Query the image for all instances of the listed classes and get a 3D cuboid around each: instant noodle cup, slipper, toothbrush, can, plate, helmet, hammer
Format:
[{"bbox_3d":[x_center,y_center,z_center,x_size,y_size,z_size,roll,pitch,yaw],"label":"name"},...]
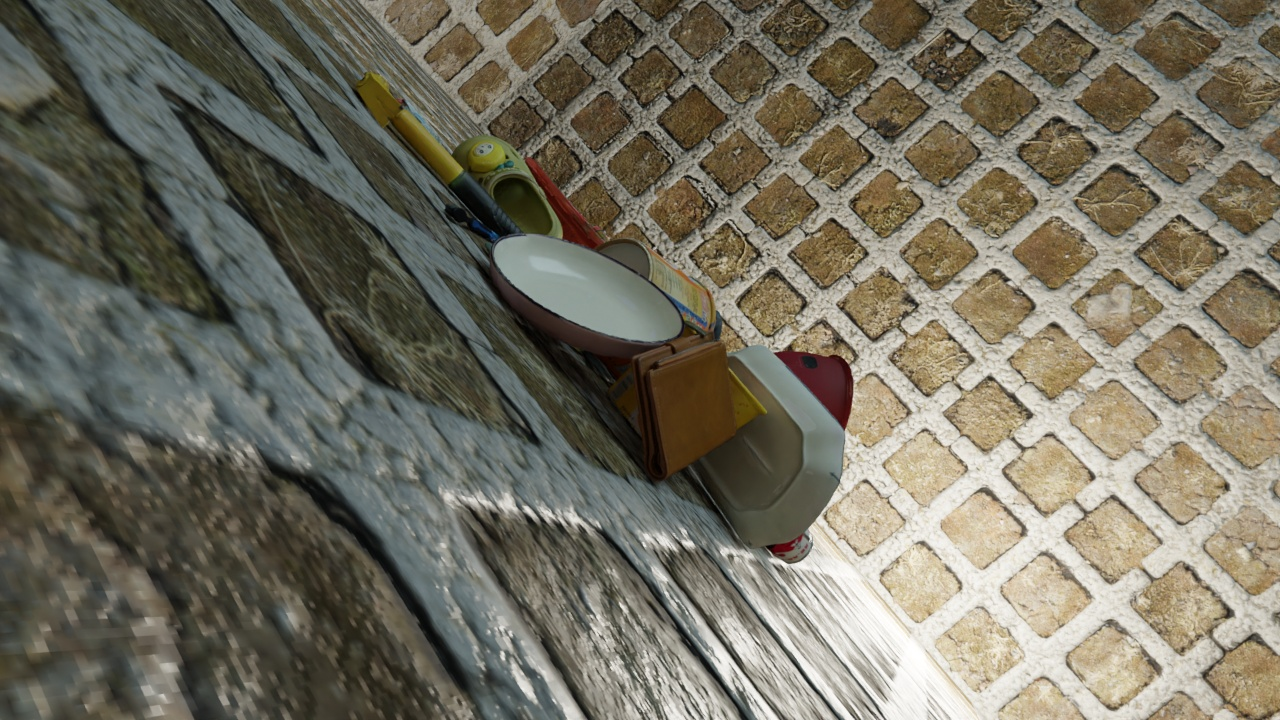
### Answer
[{"bbox_3d":[-0.118,-0.174,1.266,0.189,0.079,0.165,51,-11,12],"label":"instant noodle cup"},{"bbox_3d":[-0.165,-0.217,1.155,0.190,0.091,0.082,54,-20,11],"label":"slipper"},{"bbox_3d":[-0.008,-0.056,1.010,0.111,0.151,0.151,39,10,-46],"label":"instant noodle cup"},{"bbox_3d":[-0.176,-0.144,0.979,0.016,0.014,0.189,25,1,5],"label":"toothbrush"},{"bbox_3d":[0.042,0.036,0.921,0.138,0.110,0.138,48,4,-5],"label":"instant noodle cup"},{"bbox_3d":[0.149,0.184,1.075,0.133,0.053,0.053,46,5,-32],"label":"can"},{"bbox_3d":[-0.053,-0.055,0.850,0.192,0.039,0.192,21,25,-10],"label":"plate"},{"bbox_3d":[0.113,0.080,0.978,0.034,0.162,0.265,28,17,-34],"label":"plate"},{"bbox_3d":[0.157,0.080,1.148,0.144,0.206,0.241,13,-33,-7],"label":"helmet"},{"bbox_3d":[-0.214,-0.212,1.069,0.301,0.033,0.128,47,5,-23],"label":"hammer"}]

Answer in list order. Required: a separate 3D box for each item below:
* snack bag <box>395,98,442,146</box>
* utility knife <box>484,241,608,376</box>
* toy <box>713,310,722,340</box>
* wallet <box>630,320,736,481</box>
[{"bbox_3d":[-0.286,-0.300,1.174,0.104,0.026,0.048,50,10,14],"label":"snack bag"},{"bbox_3d":[-0.098,-0.050,0.953,0.190,0.020,0.031,53,8,-10],"label":"utility knife"},{"bbox_3d":[0.056,0.004,1.212,0.091,0.138,0.356,15,-1,-3],"label":"toy"},{"bbox_3d":[0.040,0.028,0.793,0.130,0.035,0.119,-20,100,-55],"label":"wallet"}]
